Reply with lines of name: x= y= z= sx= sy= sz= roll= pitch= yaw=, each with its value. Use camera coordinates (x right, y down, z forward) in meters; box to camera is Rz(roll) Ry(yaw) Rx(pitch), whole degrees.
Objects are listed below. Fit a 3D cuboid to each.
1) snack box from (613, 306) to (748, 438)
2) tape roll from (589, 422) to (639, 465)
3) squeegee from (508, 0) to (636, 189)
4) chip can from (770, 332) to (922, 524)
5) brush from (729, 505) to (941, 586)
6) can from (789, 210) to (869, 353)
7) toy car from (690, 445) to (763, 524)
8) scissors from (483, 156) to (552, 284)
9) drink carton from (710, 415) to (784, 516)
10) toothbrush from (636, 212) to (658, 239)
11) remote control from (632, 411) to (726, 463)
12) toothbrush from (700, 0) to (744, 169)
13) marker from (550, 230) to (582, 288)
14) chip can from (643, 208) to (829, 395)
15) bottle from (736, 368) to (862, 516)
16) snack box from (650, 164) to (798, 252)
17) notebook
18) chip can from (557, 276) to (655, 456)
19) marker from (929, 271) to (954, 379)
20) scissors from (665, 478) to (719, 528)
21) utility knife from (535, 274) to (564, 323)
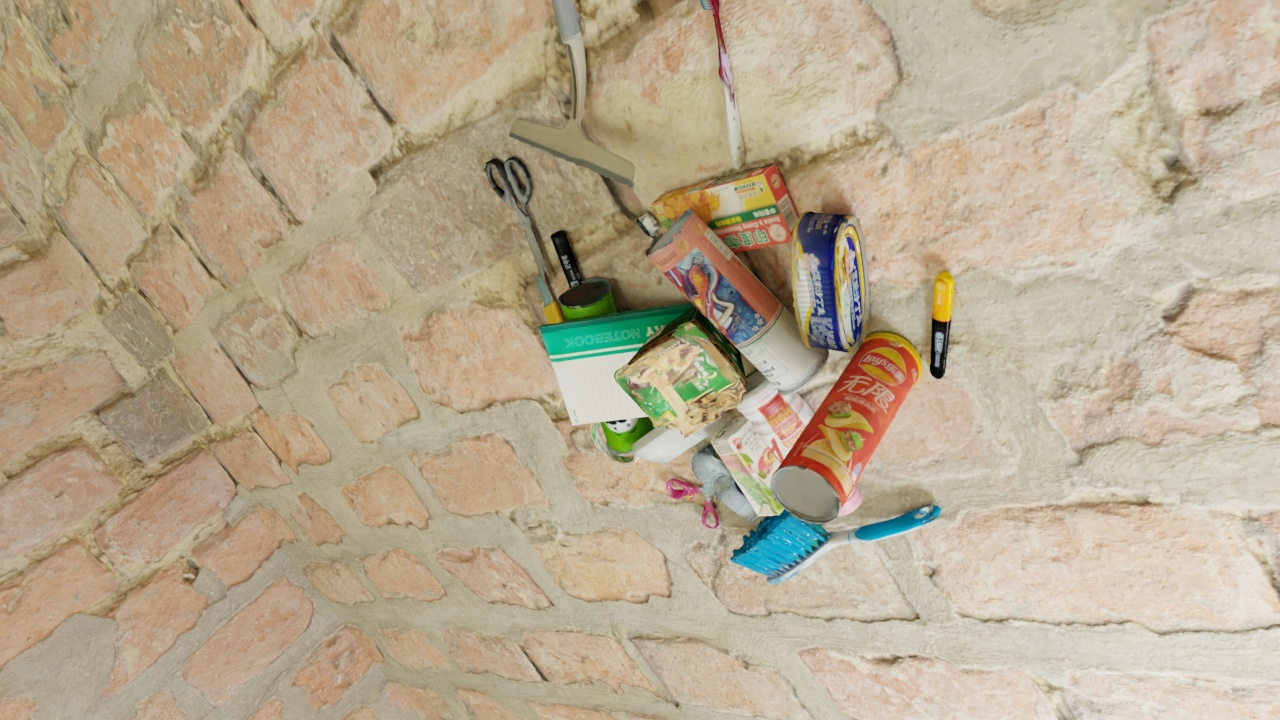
snack box: x=0.053 y=0.002 z=1.044 sx=0.118 sy=0.105 sz=0.117 roll=-33 pitch=109 yaw=25
tape roll: x=-0.035 y=0.114 z=1.325 sx=0.086 sy=0.013 sz=0.086 roll=25 pitch=137 yaw=25
squeegee: x=-0.077 y=-0.329 z=0.949 sx=0.246 sy=0.039 sz=0.247 roll=32 pitch=137 yaw=45
chip can: x=0.204 y=0.062 z=0.891 sx=0.073 sy=0.215 sz=0.073 roll=23 pitch=139 yaw=22
brush: x=0.231 y=0.214 z=1.141 sx=0.109 sy=0.060 sz=0.316 roll=39 pitch=140 yaw=0
can: x=0.187 y=-0.075 z=0.900 sx=0.049 sy=0.074 sz=0.148 roll=11 pitch=130 yaw=33
toy car: x=0.117 y=0.163 z=1.205 sx=0.120 sy=0.036 sz=0.054 roll=42 pitch=135 yaw=10
scissors: x=-0.140 y=-0.176 z=1.159 sx=0.173 sy=0.014 sz=0.141 roll=48 pitch=141 yaw=1
drink carton: x=0.142 y=0.132 z=1.144 sx=0.046 sy=0.053 sz=0.122 roll=-16 pitch=111 yaw=51
toothbrush: x=0.057 y=-0.095 z=1.050 sx=0.018 sy=0.015 sz=0.181 roll=-33 pitch=98 yaw=43
remote control: x=0.047 y=0.094 z=1.169 sx=0.056 sy=0.019 sz=0.135 roll=18 pitch=143 yaw=-29
toothbrush: x=0.078 y=-0.270 z=0.875 sx=0.017 sy=0.016 sz=0.188 roll=20 pitch=135 yaw=41
marker: x=-0.085 y=-0.104 z=1.172 sx=0.022 sy=0.020 sz=0.132 roll=43 pitch=156 yaw=57
chip can: x=0.102 y=-0.060 z=0.964 sx=0.214 sy=0.071 sz=0.071 roll=45 pitch=143 yaw=-14
bottle: x=0.187 y=0.096 z=1.064 sx=0.197 sy=0.068 sz=0.068 roll=51 pitch=142 yaw=-13
snack box: x=0.088 y=-0.151 z=0.961 sx=0.156 sy=0.026 sz=0.077 roll=-6 pitch=121 yaw=46
notebook: x=-0.007 y=0.007 z=1.130 sx=0.209 sy=0.012 sz=0.150 roll=-8 pitch=120 yaw=16
chip can: x=-0.040 y=0.011 z=1.191 sx=0.072 sy=0.072 sz=0.236 roll=10 pitch=129 yaw=37
marker: x=0.291 y=-0.031 z=0.890 sx=0.018 sy=0.015 sz=0.124 roll=22 pitch=138 yaw=34
scissors: x=0.093 y=0.190 z=1.273 sx=0.134 sy=0.017 sz=0.124 roll=-15 pitch=109 yaw=45
utility knife: x=-0.105 y=-0.033 z=1.256 sx=0.033 sy=0.015 sz=0.197 roll=0 pitch=122 yaw=34
